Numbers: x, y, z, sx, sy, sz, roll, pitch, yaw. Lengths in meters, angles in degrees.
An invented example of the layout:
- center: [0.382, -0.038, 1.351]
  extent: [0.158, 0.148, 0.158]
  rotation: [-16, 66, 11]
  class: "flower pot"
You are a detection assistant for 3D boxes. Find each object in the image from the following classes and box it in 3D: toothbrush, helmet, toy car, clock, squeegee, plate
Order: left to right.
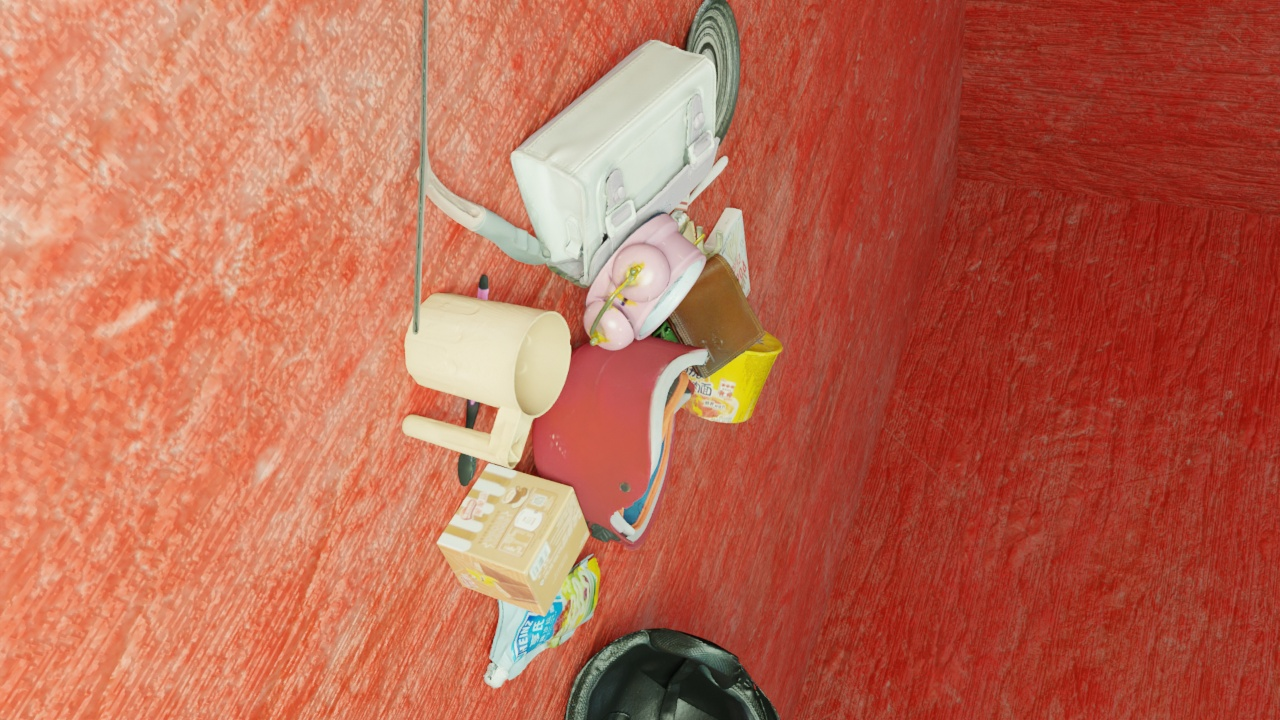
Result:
- center: [-0.143, 0.019, 0.797]
  extent: [0.017, 0.014, 0.189]
  rotation: [-31, 129, -72]
  class: "toothbrush"
- center: [-0.129, -0.116, 0.726]
  extent: [0.249, 0.040, 0.247]
  rotation: [34, 53, -71]
  class: "squeegee"
- center: [-0.032, 0.075, 0.922]
  extent: [0.241, 0.144, 0.206]
  rotation: [97, 14, -53]
  class: "helmet"
- center: [-0.001, -0.068, 0.838]
  extent: [0.158, 0.060, 0.117]
  rotation: [-35, 164, -54]
  class: "clock"
- center: [0.034, -0.027, 1.134]
  extent: [0.036, 0.043, 0.091]
  rotation: [45, 40, -9]
  class: "toy car"
- center: [0.037, 0.457, 1.121]
  extent: [0.233, 0.275, 0.230]
  rotation: [-57, 178, -18]
  class: "helmet"
- center: [0.079, -0.218, 1.170]
  extent: [0.179, 0.016, 0.016]
  rotation: [-54, 150, -43]
  class: "toothbrush"
- center: [0.080, -0.341, 1.096]
  extent: [0.179, 0.024, 0.179]
  rotation: [11, 90, -68]
  class: "plate"

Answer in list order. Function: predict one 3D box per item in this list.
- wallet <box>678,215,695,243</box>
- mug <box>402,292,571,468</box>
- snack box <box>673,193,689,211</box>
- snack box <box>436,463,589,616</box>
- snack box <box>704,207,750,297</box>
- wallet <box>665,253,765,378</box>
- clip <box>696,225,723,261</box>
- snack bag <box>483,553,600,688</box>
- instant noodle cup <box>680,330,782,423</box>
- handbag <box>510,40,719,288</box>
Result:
- center: [0.042, -0.117, 1.133]
  extent: [0.114, 0.024, 0.087]
  rotation: [-57, 149, -36]
  class: "wallet"
- center: [-0.125, 0.012, 0.718]
  extent: [0.084, 0.104, 0.124]
  rotation: [37, 68, -65]
  class: "mug"
- center: [0.020, -0.211, 1.027]
  extent: [0.155, 0.027, 0.077]
  rotation: [-11, 112, -65]
  class: "snack box"
- center: [-0.113, 0.162, 0.834]
  extent: [0.092, 0.094, 0.077]
  rotation: [-60, 151, -35]
  class: "snack box"
- center: [0.125, -0.131, 1.310]
  extent: [0.084, 0.027, 0.157]
  rotation: [-60, 151, -34]
  class: "snack box"
- center: [0.084, -0.052, 1.100]
  extent: [0.101, 0.032, 0.124]
  rotation: [-37, 115, -15]
  class: "wallet"
- center: [0.076, -0.114, 1.148]
  extent: [0.092, 0.035, 0.103]
  rotation: [-62, 164, -47]
  class: "clip"
- center: [-0.104, 0.276, 0.989]
  extent: [0.190, 0.039, 0.110]
  rotation: [-9, 121, -64]
  class: "snack bag"
- center: [0.108, 0.012, 1.223]
  extent: [0.137, 0.138, 0.110]
  rotation: [-26, 134, -61]
  class: "instant noodle cup"
- center: [-0.013, -0.178, 0.846]
  extent: [0.196, 0.098, 0.145]
  rotation: [-46, 152, -26]
  class: "handbag"
